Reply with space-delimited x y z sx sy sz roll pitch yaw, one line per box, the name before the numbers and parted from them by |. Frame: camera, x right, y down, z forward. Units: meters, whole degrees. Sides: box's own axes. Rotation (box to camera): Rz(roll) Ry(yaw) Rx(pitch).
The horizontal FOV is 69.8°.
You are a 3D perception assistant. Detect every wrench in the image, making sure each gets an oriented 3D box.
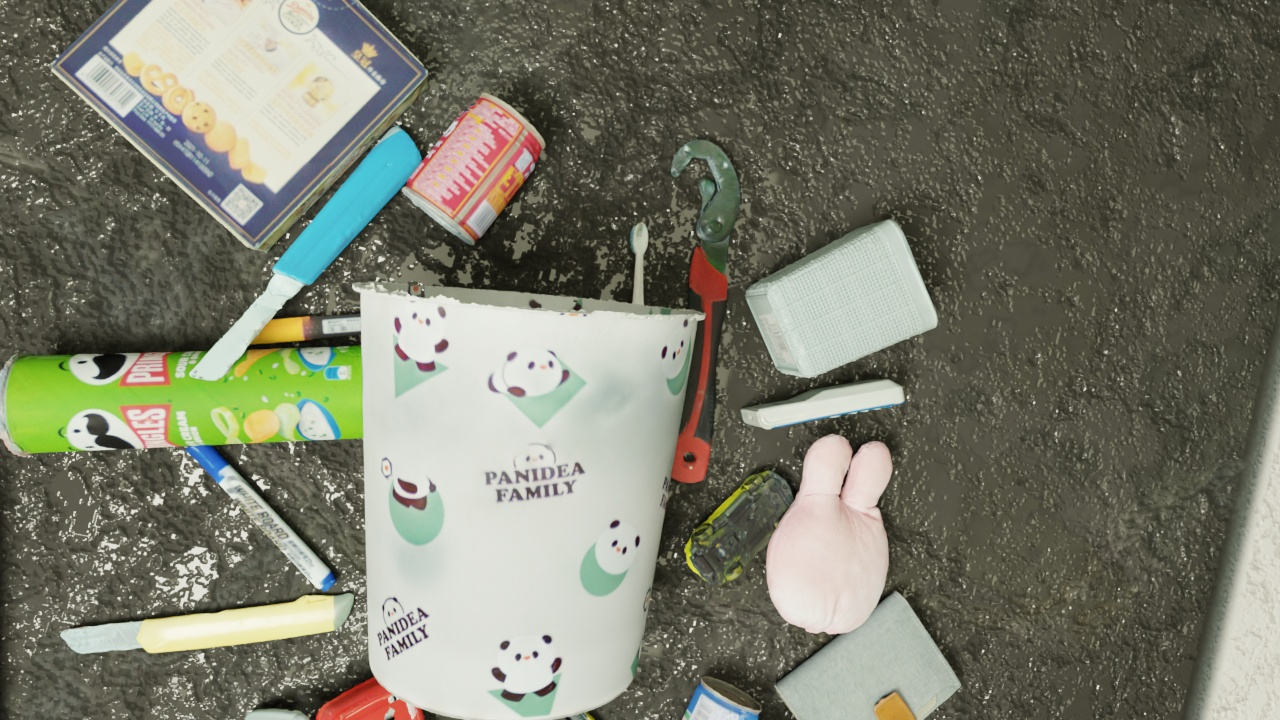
wrench | 0.048 -0.038 0.734 0.056 0.016 0.273 2 91 -10

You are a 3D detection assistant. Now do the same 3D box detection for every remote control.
remote control | 0.146 0.035 0.737 0.125 0.049 0.024 -10 90 -10

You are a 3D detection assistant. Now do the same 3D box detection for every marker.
marker | -0.233 -0.025 0.686 0.123 0.015 0.018 -6 94 -12
marker | -0.279 0.115 0.679 0.017 0.017 0.146 -41 98 -7

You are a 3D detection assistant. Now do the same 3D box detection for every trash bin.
trash bin | -0.083 0.081 0.618 0.229 0.229 0.252 5 96 -10

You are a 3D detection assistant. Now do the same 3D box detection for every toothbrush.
toothbrush | -0.004 0.004 0.720 0.026 0.027 0.224 1 91 -24

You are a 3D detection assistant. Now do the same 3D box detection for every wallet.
wallet | 0.191 0.272 0.756 0.129 0.037 0.106 -36 96 -7

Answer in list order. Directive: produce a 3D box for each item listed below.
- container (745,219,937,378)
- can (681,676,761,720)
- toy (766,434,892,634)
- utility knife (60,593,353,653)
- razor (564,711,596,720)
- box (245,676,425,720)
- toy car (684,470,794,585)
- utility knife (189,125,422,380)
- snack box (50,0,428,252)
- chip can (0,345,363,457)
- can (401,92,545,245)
container | 0.151 -0.044 0.718 0.111 0.090 0.090 -25 95 -5
can | 0.044 0.323 0.722 0.053 0.053 0.134 26 87 -10
toy | 0.156 0.139 0.732 0.121 0.054 0.159 13 90 -32
utility knife | -0.315 0.196 0.673 0.201 0.021 0.031 -3 87 -16
razor | -0.049 0.284 0.722 0.142 0.022 0.043 48 127 -4
box | -0.212 0.342 0.686 0.110 0.100 0.201 -17 94 -45
toy car | 0.079 0.132 0.736 0.105 0.032 0.048 -41 103 -19
utility knife | -0.233 -0.077 0.651 0.034 0.018 0.233 39 68 -13
snack box | -0.278 -0.203 0.657 0.178 0.046 0.182 44 84 -8
chip can | -0.307 0.026 0.645 0.236 0.072 0.072 -2 91 -11
can | -0.121 -0.141 0.676 0.066 0.066 0.093 37 85 -9
